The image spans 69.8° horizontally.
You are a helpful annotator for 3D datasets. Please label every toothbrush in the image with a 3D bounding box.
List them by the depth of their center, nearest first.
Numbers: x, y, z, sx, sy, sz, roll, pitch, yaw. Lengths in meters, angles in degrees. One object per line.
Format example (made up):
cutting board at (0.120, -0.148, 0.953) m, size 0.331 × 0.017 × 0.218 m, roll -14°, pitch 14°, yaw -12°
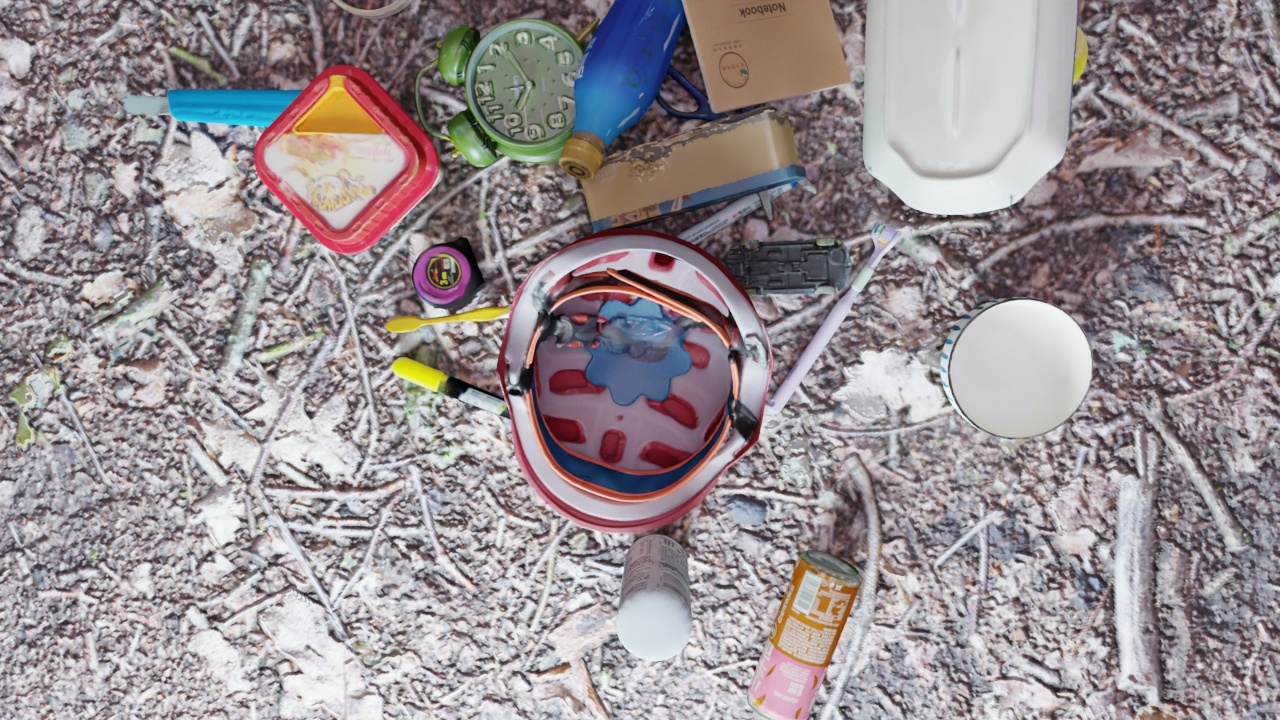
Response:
toothbrush at (0.163, -0.033, 0.790) m, size 0.021 × 0.029 × 0.189 m, roll 25°, pitch 101°, yaw -39°
toothbrush at (-0.127, -0.042, 0.802) m, size 0.191 × 0.018 × 0.016 m, roll -7°, pitch 99°, yaw 0°

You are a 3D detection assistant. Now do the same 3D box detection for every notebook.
notebook at (0.087, -0.309, 0.725) m, size 0.147 × 0.008 × 0.207 m, roll -20°, pitch 97°, yaw -29°

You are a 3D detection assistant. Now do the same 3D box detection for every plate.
plate at (0.250, -0.249, 0.715) m, size 0.162 × 0.034 × 0.266 m, roll 5°, pitch 98°, yaw 30°

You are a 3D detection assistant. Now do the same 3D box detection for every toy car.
toy car at (0.125, -0.079, 0.779) m, size 0.105 × 0.031 × 0.049 m, roll -1°, pitch 98°, yaw 3°

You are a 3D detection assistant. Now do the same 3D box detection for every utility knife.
utility knife at (-0.353, -0.217, 0.783) m, size 0.188 × 0.018 × 0.034 m, roll 3°, pitch 86°, yaw 2°

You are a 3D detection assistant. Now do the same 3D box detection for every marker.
marker at (0.070, -0.121, 0.783) m, size 0.146 × 0.017 × 0.017 m, roll -30°, pitch 95°, yaw 5°
marker at (-0.159, 0.026, 0.811) m, size 0.124 × 0.015 × 0.018 m, roll 22°, pitch 97°, yaw -4°

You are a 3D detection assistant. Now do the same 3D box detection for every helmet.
helmet at (-0.004, 0.004, 0.742) m, size 0.207 × 0.143 × 0.240 m, roll 13°, pitch 113°, yaw -2°

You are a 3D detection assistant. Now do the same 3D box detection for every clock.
clock at (-0.106, -0.221, 0.756) m, size 0.161 × 0.056 × 0.116 m, roll -8°, pitch 96°, yaw 3°

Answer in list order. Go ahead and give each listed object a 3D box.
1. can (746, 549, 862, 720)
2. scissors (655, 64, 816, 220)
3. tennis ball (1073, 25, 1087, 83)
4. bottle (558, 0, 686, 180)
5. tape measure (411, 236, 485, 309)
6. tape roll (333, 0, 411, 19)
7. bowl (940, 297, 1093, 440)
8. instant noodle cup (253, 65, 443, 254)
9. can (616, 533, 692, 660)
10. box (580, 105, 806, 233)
can at (0.143, 0.244, 0.806) m, size 0.058 × 0.058 × 0.147 m, roll 19°, pitch 98°, yaw -1°
scissors at (0.076, -0.202, 0.768) m, size 0.161 × 0.012 × 0.163 m, roll 6°, pitch 92°, yaw 5°
tennis ball at (0.322, -0.243, 0.734) m, size 0.065 × 0.065 × 0.065 m, roll 0°, pitch 97°, yaw 2°
bottle at (-0.008, -0.238, 0.708) m, size 0.065 × 0.065 × 0.218 m, roll 23°, pitch 74°, yaw -1°
tape measure at (-0.165, -0.073, 0.786) m, size 0.058 × 0.039 × 0.057 m, roll -24°, pitch 96°, yaw 0°
tape roll at (-0.226, -0.331, 0.767) m, size 0.086 × 0.014 × 0.086 m, roll 0°, pitch 98°, yaw 2°
bowl at (0.305, 0.003, 0.766) m, size 0.116 × 0.066 × 0.116 m, roll 0°, pitch 98°, yaw 2°
instant noodle cup at (-0.221, -0.155, 0.734) m, size 0.116 × 0.124 × 0.116 m, roll -43°, pitch 94°, yaw 5°
can at (0.012, 0.191, 0.759) m, size 0.058 × 0.146 × 0.058 m, roll 0°, pitch 97°, yaw 2°
box at (0.046, -0.151, 0.728) m, size 0.185 × 0.089 × 0.061 m, roll -11°, pitch 97°, yaw 20°
